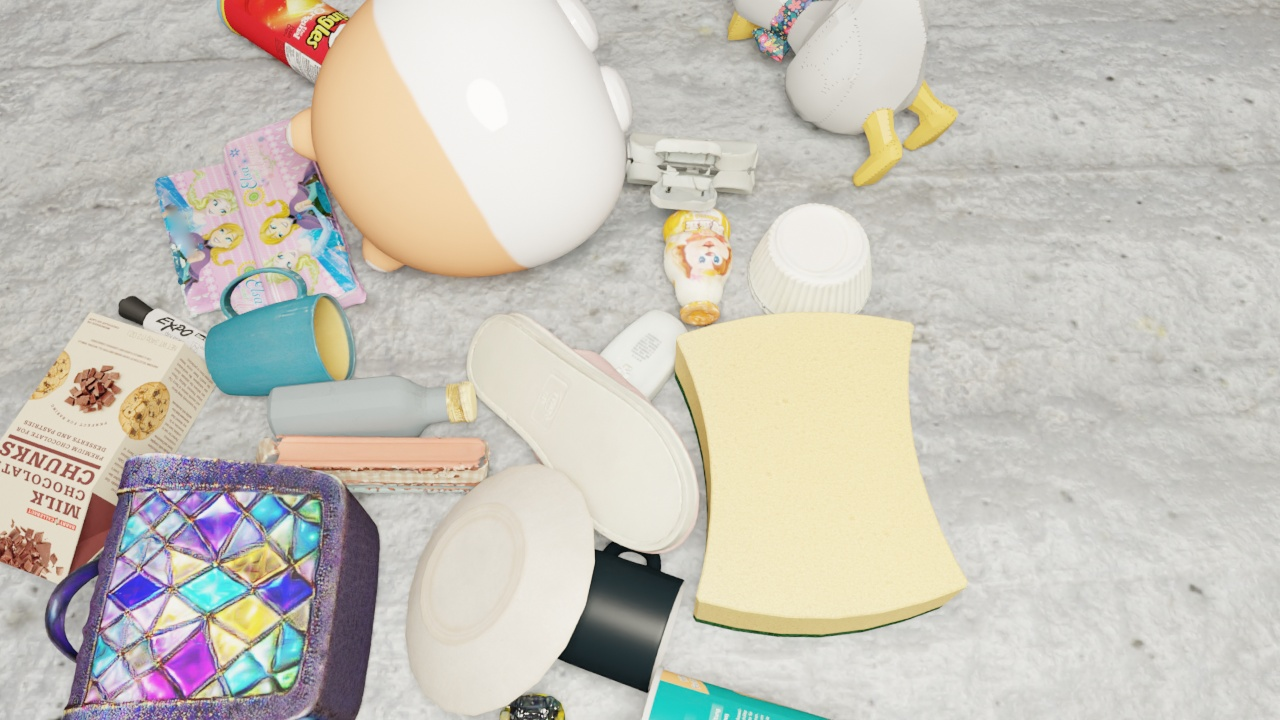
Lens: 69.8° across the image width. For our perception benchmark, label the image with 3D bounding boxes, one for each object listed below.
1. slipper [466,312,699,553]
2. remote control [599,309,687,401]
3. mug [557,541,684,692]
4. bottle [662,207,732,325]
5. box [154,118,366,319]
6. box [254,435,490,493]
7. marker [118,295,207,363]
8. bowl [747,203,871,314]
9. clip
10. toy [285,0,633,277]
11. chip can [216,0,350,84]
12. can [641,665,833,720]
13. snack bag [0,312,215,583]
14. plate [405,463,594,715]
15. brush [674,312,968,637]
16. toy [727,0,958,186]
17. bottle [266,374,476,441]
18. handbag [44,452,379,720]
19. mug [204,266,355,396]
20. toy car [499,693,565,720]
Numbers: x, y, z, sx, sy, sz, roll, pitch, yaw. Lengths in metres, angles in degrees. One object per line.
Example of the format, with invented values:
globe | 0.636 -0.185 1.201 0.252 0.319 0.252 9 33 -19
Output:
slipper | -0.047 0.051 0.751 0.274 0.054 0.114 41 108 32
remote control | -0.005 0.005 0.808 0.060 0.028 0.114 34 71 18
mug | -0.019 0.179 0.698 0.094 0.085 0.121 17 37 10
bottle | 0.052 -0.086 0.833 0.063 0.063 0.108 -1 63 1
box | -0.372 -0.122 0.883 0.159 0.035 0.230 -24 64 -8
box | -0.216 0.080 0.746 0.186 0.053 0.058 1 82 -11
marker | -0.425 -0.026 0.837 0.126 0.025 0.025 26 67 14
bowl | 0.157 -0.092 0.833 0.115 0.063 0.115 -1 63 1
clip | 0.046 -0.184 0.851 0.125 0.147 0.081 4 104 6
toy | -0.150 -0.199 0.793 0.281 0.263 0.265 -26 22 8
chip can | -0.338 -0.333 0.957 0.213 0.087 0.086 34 69 18
can | 0.069 0.279 0.627 0.144 0.099 0.099 14 64 8
snack bag | -0.458 0.075 0.762 0.094 0.070 0.206 17 65 10
plate | -0.115 0.160 0.676 0.189 0.027 0.188 -23 49 29
brush | 0.133 0.087 0.736 0.195 0.075 0.249 -3 63 0
toy | 0.189 -0.308 0.882 0.140 0.247 0.267 -35 90 -16
bottle | -0.220 0.043 0.770 0.161 0.072 0.046 -6 61 -2
handbag | -0.318 0.183 0.672 0.222 0.126 0.204 0 63 -1
mug | -0.317 -0.024 0.792 0.104 0.084 0.112 -11 102 5
toy car | -0.080 0.296 0.662 0.049 0.030 0.106 2 61 1
